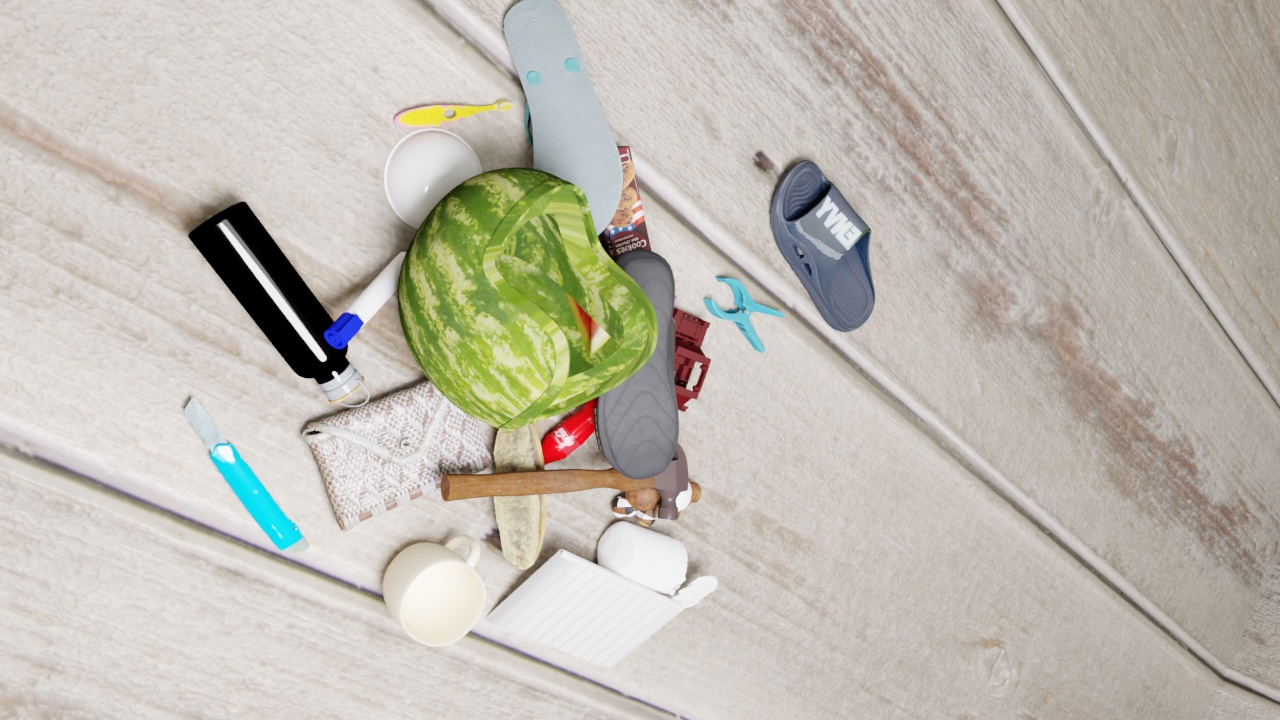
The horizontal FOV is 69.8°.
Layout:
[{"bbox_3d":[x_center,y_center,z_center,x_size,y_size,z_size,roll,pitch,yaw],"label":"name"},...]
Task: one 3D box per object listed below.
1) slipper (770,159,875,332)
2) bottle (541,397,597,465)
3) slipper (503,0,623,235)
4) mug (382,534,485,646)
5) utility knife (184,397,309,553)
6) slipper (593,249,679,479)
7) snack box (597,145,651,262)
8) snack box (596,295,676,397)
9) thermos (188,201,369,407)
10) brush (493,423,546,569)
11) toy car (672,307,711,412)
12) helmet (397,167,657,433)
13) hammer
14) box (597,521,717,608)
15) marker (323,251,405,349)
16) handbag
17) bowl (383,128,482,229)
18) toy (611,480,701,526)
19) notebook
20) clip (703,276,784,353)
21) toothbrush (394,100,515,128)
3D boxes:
[{"bbox_3d":[0.265,-0.144,1.251,0.110,0.083,0.268,-41,120,-16],"label":"slipper"},{"bbox_3d":[-0.090,0.094,1.107,0.119,0.036,0.036,-39,119,-5],"label":"bottle"},{"bbox_3d":[-0.080,-0.262,1.014,0.098,0.054,0.269,-12,96,3],"label":"slipper"},{"bbox_3d":[-0.228,0.243,1.021,0.096,0.100,0.120,46,74,-28],"label":"mug"},{"bbox_3d":[-0.402,0.123,0.936,0.031,0.015,0.205,-35,120,-22],"label":"utility knife"},{"bbox_3d":[-0.006,0.006,1.055,0.112,0.076,0.268,-4,102,-20],"label":"slipper"},{"bbox_3d":[-0.027,-0.179,1.091,0.050,0.032,0.141,-22,112,-26],"label":"snack box"},{"bbox_3d":[-0.046,-0.030,1.091,0.143,0.040,0.148,11,106,-33],"label":"snack box"},{"bbox_3d":[-0.345,-0.043,0.907,0.061,0.061,0.231,-39,118,-19],"label":"thermos"},{"bbox_3d":[-0.142,0.152,1.073,0.059,0.043,0.195,0,101,6],"label":"brush"},{"bbox_3d":[0.039,0.022,1.158,0.070,0.062,0.170,20,90,-33],"label":"toy car"},{"bbox_3d":[-0.131,-0.061,0.933,0.212,0.244,0.247,-21,84,-54],"label":"helmet"},{"bbox_3d":[-0.076,0.136,1.059,0.322,0.033,0.115,2,86,-36],"label":"hammer"},{"bbox_3d":[0.025,0.270,1.192,0.165,0.092,0.083,23,110,-35],"label":"box"},{"bbox_3d":[-0.271,-0.064,0.934,0.023,0.027,0.132,56,43,-27],"label":"marker"},{"bbox_3d":[-0.260,0.095,1.000,0.185,0.047,0.124,-23,113,-26],"label":"handbag"},{"bbox_3d":[-0.211,-0.189,0.970,0.109,0.041,0.110,-7,104,-30],"label":"bowl"},{"bbox_3d":[0.025,0.171,1.187,0.112,0.067,0.087,4,99,-42],"label":"toy"},{"bbox_3d":[-0.066,0.316,1.149,0.209,0.009,0.143,33,113,-33],"label":"notebook"},{"bbox_3d":[0.144,-0.079,1.223,0.127,0.028,0.113,22,87,-33],"label":"clip"},{"bbox_3d":[-0.196,-0.264,0.977,0.135,0.016,0.021,-17,114,-28],"label":"toothbrush"}]
